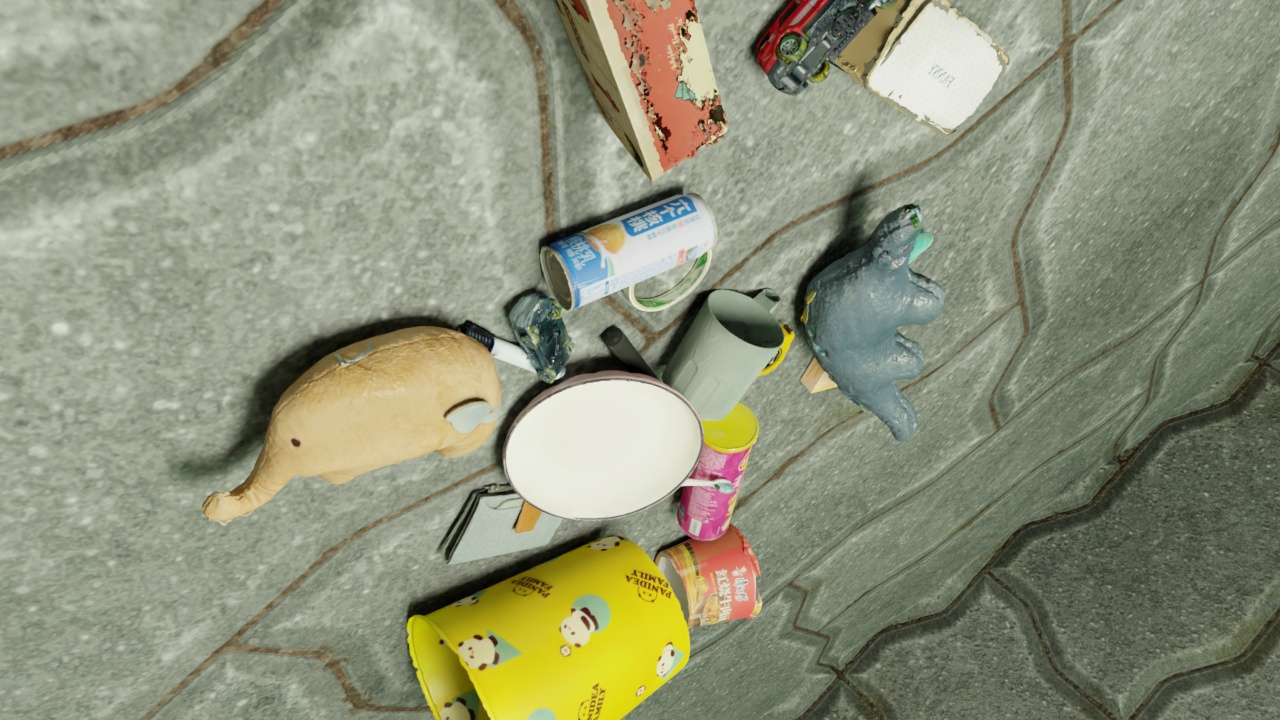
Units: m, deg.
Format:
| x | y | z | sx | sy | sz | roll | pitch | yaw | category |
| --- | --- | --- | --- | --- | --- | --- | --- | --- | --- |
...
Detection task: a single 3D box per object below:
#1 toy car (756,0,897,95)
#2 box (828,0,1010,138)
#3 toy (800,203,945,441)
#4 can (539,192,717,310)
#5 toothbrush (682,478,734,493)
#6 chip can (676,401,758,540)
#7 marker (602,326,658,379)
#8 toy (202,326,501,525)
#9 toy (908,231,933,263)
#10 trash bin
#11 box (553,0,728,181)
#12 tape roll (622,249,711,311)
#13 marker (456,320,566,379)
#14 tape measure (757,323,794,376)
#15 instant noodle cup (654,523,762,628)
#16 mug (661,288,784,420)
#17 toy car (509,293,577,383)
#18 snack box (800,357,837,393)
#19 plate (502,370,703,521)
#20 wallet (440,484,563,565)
| x | y | z | sx | sy | sz | roll | pitch | yaw | category |
| --- | --- | --- | --- | --- | --- | --- | --- | --- | --- |
| 0.134 | -0.248 | 0.657 | 0.121 | 0.045 | 0.052 | -43 | 151 | 20 | toy car |
| 0.222 | -0.246 | 0.739 | 0.184 | 0.059 | 0.090 | 10 | 125 | -48 | box |
| 0.238 | -0.038 | 0.960 | 0.091 | 0.138 | 0.357 | -55 | 151 | -28 | toy |
| -0.008 | -0.088 | 0.721 | 0.134 | 0.053 | 0.053 | -24 | 147 | -20 | can |
| 0.005 | 0.128 | 0.987 | 0.224 | 0.027 | 0.026 | 8 | 118 | -28 | toothbrush |
| 0.088 | 0.136 | 1.098 | 0.071 | 0.071 | 0.211 | -23 | 147 | -22 | chip can |
| -0.005 | 0.005 | 0.879 | 0.132 | 0.020 | 0.022 | 52 | 46 | -59 | marker |
| -0.209 | 0.046 | 0.673 | 0.225 | 0.082 | 0.144 | -17 | 136 | -26 | toy |
| 0.277 | -0.117 | 0.992 | 0.091 | 0.030 | 0.097 | -9 | 145 | -35 | toy |
| -0.098 | 0.337 | 1.048 | 0.254 | 0.229 | 0.230 | -23 | 147 | -32 | trash bin |
| 0.003 | -0.198 | 0.550 | 0.077 | 0.091 | 0.168 | -32 | 149 | -2 | box |
| 0.024 | -0.079 | 0.802 | 0.085 | 0.014 | 0.086 | -25 | 147 | -18 | tape roll |
| -0.105 | -0.007 | 0.767 | 0.023 | 0.018 | 0.130 | -54 | 146 | 9 | marker |
| 0.131 | -0.011 | 0.985 | 0.057 | 0.029 | 0.060 | -18 | 144 | -30 | tape measure |
| 0.088 | 0.304 | 1.273 | 0.108 | 0.137 | 0.138 | -12 | 142 | -21 | instant noodle cup |
| 0.087 | -0.011 | 0.907 | 0.123 | 0.083 | 0.104 | -37 | 162 | -55 | mug |
| -0.081 | -0.018 | 0.753 | 0.042 | 0.034 | 0.091 | -60 | 155 | -24 | toy car |
| 0.257 | -0.029 | 1.090 | 0.084 | 0.026 | 0.158 | -12 | 141 | -35 | snack box |
| -0.037 | 0.078 | 0.883 | 0.192 | 0.039 | 0.193 | -6 | 131 | -7 | plate |
| -0.130 | 0.167 | 0.954 | 0.129 | 0.037 | 0.107 | -1 | 135 | -45 | wallet |
